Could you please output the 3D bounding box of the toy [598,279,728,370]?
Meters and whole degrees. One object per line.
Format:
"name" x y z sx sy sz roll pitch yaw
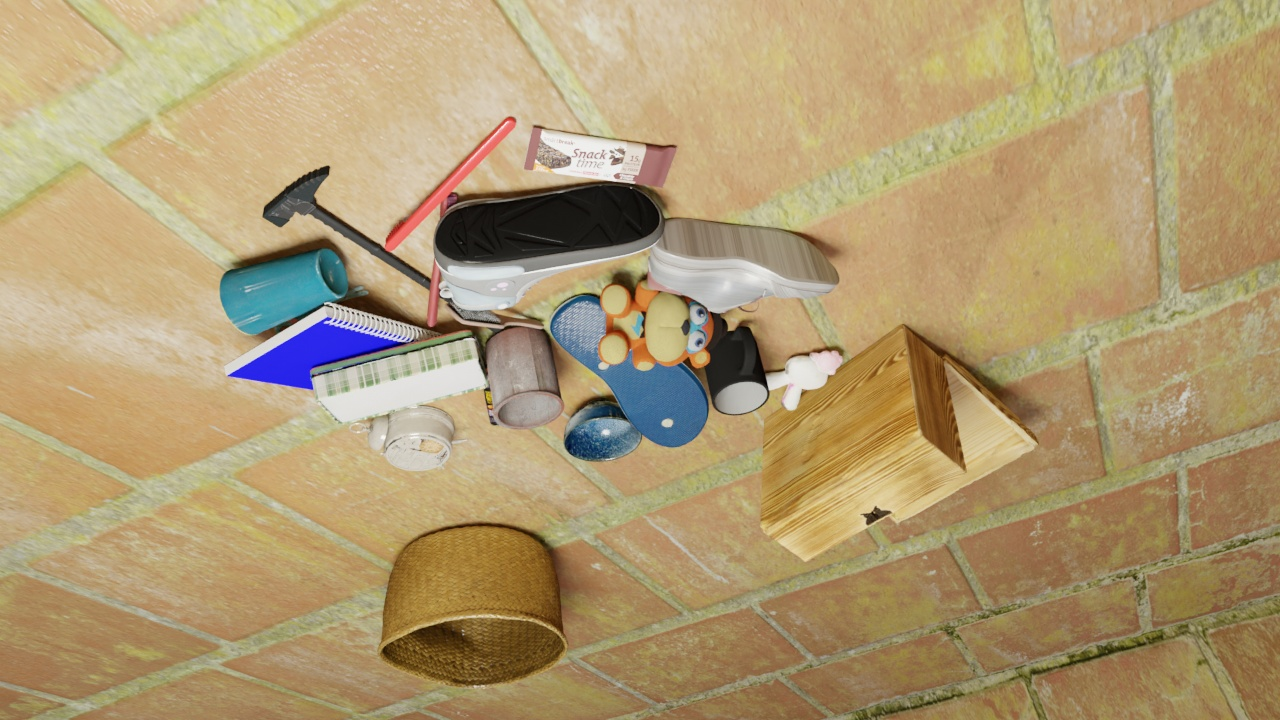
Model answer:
"toy" 0.026 -0.044 1.145 0.175 0.112 0.096 -2 -175 -35

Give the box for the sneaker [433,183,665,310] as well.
"sneaker" -0.104 -0.117 1.053 0.256 0.093 0.161 -8 157 -11

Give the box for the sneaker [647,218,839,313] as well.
"sneaker" 0.116 -0.100 1.099 0.236 0.099 0.090 9 138 -11

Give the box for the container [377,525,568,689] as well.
"container" -0.285 0.422 1.597 0.307 0.196 0.308 -4 142 -3

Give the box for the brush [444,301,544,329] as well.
"brush" -0.173 -0.055 1.134 0.135 0.050 0.015 6 115 -44

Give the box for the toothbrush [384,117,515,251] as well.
"toothbrush" -0.207 -0.189 0.982 0.213 0.017 0.012 -39 137 23

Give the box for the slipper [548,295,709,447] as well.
"slipper" -0.007 0.007 1.241 0.118 0.060 0.295 -33 123 20

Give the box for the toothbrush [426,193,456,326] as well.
"toothbrush" -0.231 -0.113 1.061 0.016 0.016 0.190 -5 137 -25

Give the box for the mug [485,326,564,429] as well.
"mug" -0.151 0.031 1.197 0.096 0.110 0.123 -4 148 -6

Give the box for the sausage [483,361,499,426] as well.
"sausage" -0.208 0.048 1.281 0.020 0.020 0.156 -4 141 -6

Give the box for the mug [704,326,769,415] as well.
"mug" 0.132 0.006 1.238 0.078 0.087 0.114 1 141 -12

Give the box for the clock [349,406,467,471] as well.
"clock" -0.336 0.113 1.305 0.156 0.061 0.104 16 136 -31

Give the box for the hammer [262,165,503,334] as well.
"hammer" -0.273 -0.111 1.075 0.095 0.015 0.324 -30 138 24

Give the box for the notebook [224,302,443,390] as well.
"notebook" -0.362 -0.007 1.123 0.172 0.022 0.209 -26 161 20

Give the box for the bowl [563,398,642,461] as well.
"bowl" -0.057 0.092 1.333 0.114 0.060 0.115 -5 144 -4

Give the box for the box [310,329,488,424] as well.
"box" -0.298 0.020 1.155 0.205 0.050 0.118 -16 160 -6

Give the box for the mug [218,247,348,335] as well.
"mug" -0.396 -0.082 1.030 0.121 0.078 0.078 -15 141 13

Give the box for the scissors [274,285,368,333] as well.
"scissors" -0.395 -0.072 1.106 0.142 0.015 0.076 -26 138 11

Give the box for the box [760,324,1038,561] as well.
"box" 0.389 0.160 1.348 0.336 0.285 0.280 34 127 -21

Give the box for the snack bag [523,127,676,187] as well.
"snack bag" -0.043 -0.216 0.986 0.157 0.013 0.057 5 138 -17

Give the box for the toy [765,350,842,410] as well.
"toy" 0.234 0.021 1.318 0.123 0.038 0.079 -34 123 29
